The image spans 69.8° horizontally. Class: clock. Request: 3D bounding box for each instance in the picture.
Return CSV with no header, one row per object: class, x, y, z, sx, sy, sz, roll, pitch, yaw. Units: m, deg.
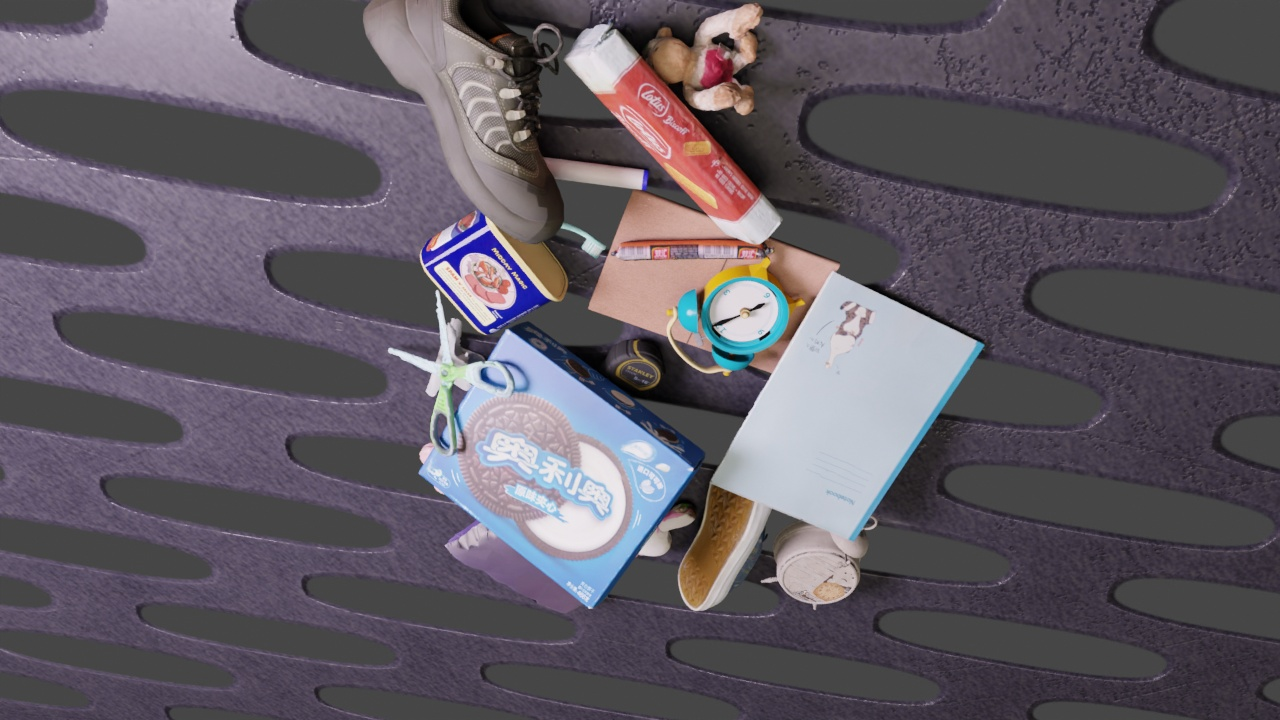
clock,0.219,0.229,1.069,0.103,0.061,0.157,29,125,-14
clock,0.090,-0.041,0.893,0.130,0.043,0.099,-36,114,20

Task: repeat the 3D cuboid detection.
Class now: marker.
marker,-0.064,-0.173,0.841,0.141,0.020,0.020,7,126,1

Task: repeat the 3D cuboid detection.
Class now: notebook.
notebook,0.069,-0.074,0.903,0.209,0.008,0.142,19,125,-7
notebook,0.207,0.055,0.931,0.181,0.009,0.254,23,109,-14

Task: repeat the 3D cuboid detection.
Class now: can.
can,-0.142,-0.089,0.888,0.092,0.056,0.116,-26,119,24

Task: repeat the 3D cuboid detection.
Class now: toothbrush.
toothbrush,-0.092,-0.138,0.870,0.135,0.022,0.017,31,99,-17

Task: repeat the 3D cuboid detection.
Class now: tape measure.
tape measure,-0.006,0.006,0.953,0.061,0.034,0.062,25,129,-22

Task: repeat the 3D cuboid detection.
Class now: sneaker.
sneaker,-0.104,-0.225,0.757,0.143,0.100,0.238,-26,105,23
sneaker,0.117,0.195,1.052,0.079,0.087,0.236,-3,128,-31

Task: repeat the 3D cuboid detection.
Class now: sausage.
sausage,0.048,-0.104,0.864,0.155,0.020,0.020,0,125,7

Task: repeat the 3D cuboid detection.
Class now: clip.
clip,-0.194,0.009,0.978,0.055,0.045,0.102,28,126,2

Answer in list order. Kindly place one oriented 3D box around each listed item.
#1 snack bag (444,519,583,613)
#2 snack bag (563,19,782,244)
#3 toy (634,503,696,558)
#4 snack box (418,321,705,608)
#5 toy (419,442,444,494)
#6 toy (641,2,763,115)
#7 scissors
snack bag,-0.126,0.240,1.100,0.097,0.058,0.205,-34,128,28
snack bag,0.029,-0.187,0.776,0.225,0.077,0.041,41,88,-26
toy,0.006,0.202,1.090,0.079,0.038,0.123,27,125,-27
snack box,-0.083,0.107,0.946,0.239,0.056,0.196,36,108,8
toy,-0.198,0.119,1.048,0.105,0.053,0.108,-8,122,21
toy,0.047,-0.249,0.748,0.106,0.074,0.085,16,104,21
scissors,-0.192,0.012,0.935,0.173,0.023,0.171,-7,89,35
